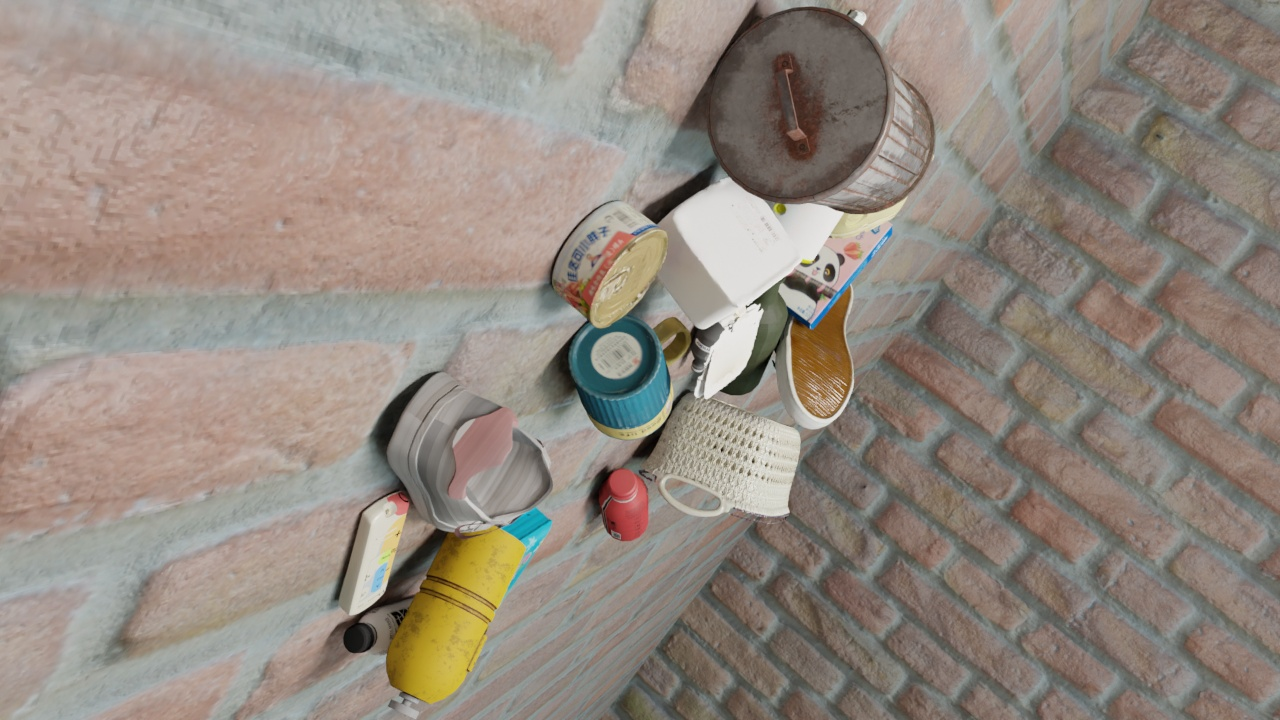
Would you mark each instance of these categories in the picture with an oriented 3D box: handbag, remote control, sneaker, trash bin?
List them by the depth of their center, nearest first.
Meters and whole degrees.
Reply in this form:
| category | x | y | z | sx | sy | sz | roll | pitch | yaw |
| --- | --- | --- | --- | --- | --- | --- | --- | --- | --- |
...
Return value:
| category | x | y | z | sx | sy | sz | roll | pitch | yaw |
| --- | --- | --- | --- | --- | --- | --- | --- | --- | --- |
| sneaker | -0.110 | 0.092 | 0.687 | 0.099 | 0.089 | 0.236 | -55 | 165 | -17 |
| trash bin | 0.144 | -0.179 | 0.698 | 0.131 | 0.131 | 0.210 | -57 | 160 | 20 |
| remote control | -0.207 | 0.150 | 0.708 | 0.038 | 0.018 | 0.126 | -30 | 152 | -49 |
| handbag | 0.247 | -0.201 | 1.015 | 0.111 | 0.081 | 0.119 | -28 | 158 | -23 |
| sneaker | 0.203 | -0.005 | 1.168 | 0.128 | 0.120 | 0.293 | -47 | -164 | 37 |

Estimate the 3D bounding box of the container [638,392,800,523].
| category | x | y | z | sx | sy | sz | roll | pitch | yaw |
| --- | --- | --- | --- | --- | --- | --- | --- | --- | --- |
| container | 0.116 | 0.132 | 1.219 | 0.251 | 0.185 | 0.143 | 21 | 88 | -69 |

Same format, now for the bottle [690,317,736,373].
| category | x | y | z | sx | sy | sz | roll | pitch | yaw |
| --- | --- | --- | --- | --- | --- | --- | --- | --- | --- |
| bottle | 0.079 | -0.026 | 1.029 | 0.036 | 0.036 | 0.110 | -36 | 158 | -39 |

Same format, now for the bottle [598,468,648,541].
| category | x | y | z | sx | sy | sz | roll | pitch | yaw |
| --- | --- | --- | --- | --- | --- | --- | --- | --- | --- |
| bottle | -0.021 | 0.180 | 1.168 | 0.062 | 0.062 | 0.177 | -45 | 162 | -18 |

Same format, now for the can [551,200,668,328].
| category | x | y | z | sx | sy | sz | roll | pitch | yaw |
| --- | --- | --- | --- | --- | --- | --- | --- | --- | --- |
| can | -0.021 | -0.070 | 0.669 | 0.086 | 0.043 | 0.086 | -45 | 162 | -19 |

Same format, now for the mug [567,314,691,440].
| category | x | y | z | sx | sy | sz | roll | pitch | yaw |
| --- | --- | --- | --- | --- | --- | --- | --- | --- | --- |
| mug | -0.005 | 0.005 | 0.800 | 0.113 | 0.083 | 0.107 | -39 | 158 | -9 |

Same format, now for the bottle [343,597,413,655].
| category | x | y | z | sx | sy | sz | roll | pitch | yaw |
| --- | --- | --- | --- | --- | --- | --- | --- | --- | --- |
| bottle | -0.221 | 0.237 | 0.814 | 0.041 | 0.041 | 0.116 | -52 | 163 | 6 |

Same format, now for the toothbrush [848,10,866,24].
| category | x | y | z | sx | sy | sz | roll | pitch | yaw |
| --- | --- | --- | --- | --- | --- | --- | --- | --- | --- |
| toothbrush | 0.143 | -0.224 | 0.817 | 0.017 | 0.012 | 0.187 | -4 | 133 | -50 |

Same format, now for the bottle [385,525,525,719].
| category | x | y | z | sx | sy | sz | roll | pitch | yaw |
| --- | --- | --- | --- | --- | --- | --- | --- | --- | --- |
| bottle | -0.163 | 0.222 | 0.785 | 0.071 | 0.071 | 0.163 | 92 | 20 | -64 |

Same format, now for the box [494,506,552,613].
| category | x | y | z | sx | sy | sz | roll | pitch | yaw |
| --- | --- | --- | --- | --- | --- | --- | --- | --- | --- |
| box | -0.176 | 0.251 | 0.968 | 0.227 | 0.039 | 0.094 | -57 | 163 | 24 |

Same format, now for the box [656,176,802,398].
| category | x | y | z | sx | sy | sz | roll | pitch | yaw |
| --- | --- | --- | --- | --- | --- | --- | --- | --- | --- |
| box | 0.075 | -0.055 | 0.759 | 0.101 | 0.189 | 0.111 | -3 | -157 | 46 |

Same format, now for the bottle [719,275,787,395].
| category | x | y | z | sx | sy | sz | roll | pitch | yaw |
| --- | --- | --- | --- | --- | --- | --- | --- | --- | --- |
| bottle | 0.129 | -0.039 | 1.069 | 0.071 | 0.071 | 0.207 | -41 | 161 | -29 |

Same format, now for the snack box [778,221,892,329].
| category | x | y | z | sx | sy | sz | roll | pitch | yaw |
| --- | --- | --- | --- | --- | --- | --- | --- | --- | --- |
| snack box | 0.218 | -0.123 | 1.092 | 0.154 | 0.088 | 0.033 | -51 | 164 | 0 |

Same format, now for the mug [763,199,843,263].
| category | x | y | z | sx | sy | sz | roll | pitch | yaw |
| --- | --- | --- | --- | --- | --- | --- | --- | --- | --- |
| mug | 0.156 | -0.158 | 0.870 | 0.106 | 0.082 | 0.082 | -59 | 161 | 21 |
